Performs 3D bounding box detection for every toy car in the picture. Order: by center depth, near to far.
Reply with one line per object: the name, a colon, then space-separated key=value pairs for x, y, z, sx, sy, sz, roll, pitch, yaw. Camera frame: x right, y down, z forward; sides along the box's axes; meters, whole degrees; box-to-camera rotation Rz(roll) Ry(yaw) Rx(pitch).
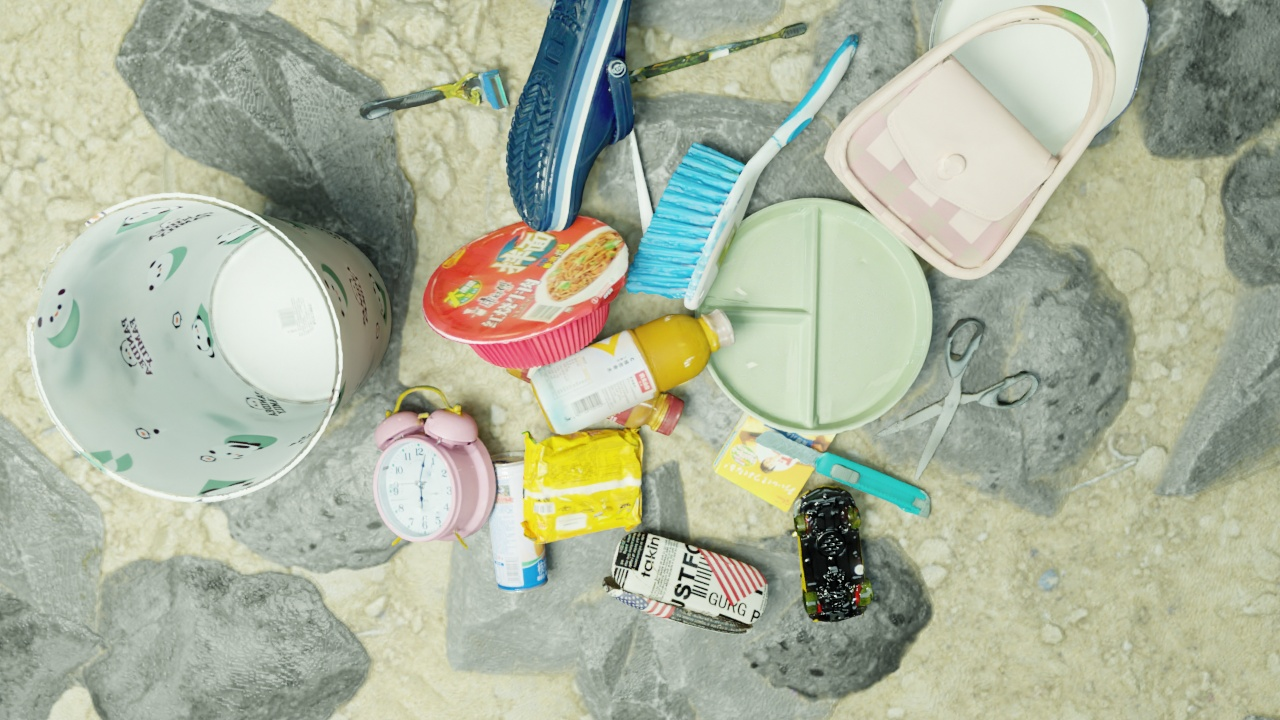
toy car: x=0.196 y=0.199 z=0.946 sx=0.071 sy=0.041 sz=0.156 roll=-10 pitch=103 yaw=0

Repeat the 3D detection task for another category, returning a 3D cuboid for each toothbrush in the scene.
toothbrush: x=0.068 y=-0.292 z=0.875 sx=0.186 sy=0.017 sz=0.012 roll=-15 pitch=111 yaw=2
toothbrush: x=0.001 y=-0.170 z=0.897 sx=0.016 sy=0.016 sz=0.180 roll=-12 pitch=102 yaw=-2

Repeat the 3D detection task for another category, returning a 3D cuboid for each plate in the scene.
plate: x=0.370 y=-0.294 z=0.867 sx=0.205 sy=0.045 sz=0.205 roll=0 pitch=99 yaw=-2
plate: x=0.166 y=-0.042 z=0.891 sx=0.230 sy=0.027 sz=0.230 roll=0 pitch=86 yaw=-1

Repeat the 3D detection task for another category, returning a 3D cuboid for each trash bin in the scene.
trash bin: x=-0.335 y=-0.025 z=0.794 sx=0.229 sy=0.251 sz=0.229 roll=0 pitch=99 yaw=-1

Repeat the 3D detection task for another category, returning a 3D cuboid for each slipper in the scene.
slipper: x=-0.053 y=-0.242 z=0.848 sx=0.095 sy=0.105 sz=0.253 roll=8 pitch=107 yaw=-30

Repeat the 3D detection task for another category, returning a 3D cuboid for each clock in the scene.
clock: x=-0.205 y=0.103 z=0.894 sx=0.117 sy=0.059 sz=0.158 roll=-4 pitch=89 yaw=28

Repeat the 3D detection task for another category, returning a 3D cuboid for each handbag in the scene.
handbag: x=0.305 y=-0.206 z=0.820 sx=0.193 sy=0.093 sz=0.235 roll=40 pitch=118 yaw=-9

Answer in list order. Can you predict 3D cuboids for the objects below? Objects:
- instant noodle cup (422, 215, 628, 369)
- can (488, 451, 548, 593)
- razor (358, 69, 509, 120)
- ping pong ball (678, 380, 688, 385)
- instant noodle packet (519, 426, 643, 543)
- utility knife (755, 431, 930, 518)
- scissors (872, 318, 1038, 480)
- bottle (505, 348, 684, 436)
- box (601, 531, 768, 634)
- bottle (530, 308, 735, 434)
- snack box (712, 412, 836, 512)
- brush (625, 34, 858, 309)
instant noodle cup: x=-0.099 y=-0.056 z=0.847 sx=0.194 sy=0.193 sz=0.066 roll=-15 pitch=128 yaw=1
can: x=-0.126 y=0.163 z=0.929 sx=0.053 sy=0.053 sz=0.134 roll=-5 pitch=99 yaw=0
razor: x=-0.199 y=-0.251 z=0.877 sx=0.143 sy=0.022 sz=0.043 roll=-10 pitch=143 yaw=4
ping pong ball: x=0.035 y=0.005 z=0.912 sx=0.040 sy=0.040 sz=0.040 roll=0 pitch=99 yaw=-1
instant noodle packet: x=-0.059 y=0.120 z=0.908 sx=0.128 sy=0.044 sz=0.111 roll=-2 pitch=95 yaw=-29
utility knife: x=0.209 y=0.115 z=0.923 sx=0.222 sy=0.013 sz=0.029 roll=23 pitch=97 yaw=-18
scissors: x=0.323 y=0.042 z=0.940 sx=0.159 sy=0.014 sz=0.181 roll=6 pitch=102 yaw=0
bottle: x=-0.043 y=0.022 z=0.905 sx=0.175 sy=0.057 sz=0.057 roll=25 pitch=98 yaw=-5
box: x=0.043 y=0.236 z=0.941 sx=0.162 sy=0.088 sz=0.076 roll=17 pitch=59 yaw=-7
bottle: x=-0.005 y=0.005 z=0.844 sx=0.189 sy=0.068 sz=0.068 roll=-23 pitch=99 yaw=-5
snack box: x=0.145 y=0.073 z=0.930 sx=0.087 sy=0.033 sz=0.140 roll=30 pitch=99 yaw=-5
brush: x=0.097 y=-0.187 z=0.871 sx=0.109 sy=0.060 sz=0.314 roll=22 pitch=82 yaw=17
